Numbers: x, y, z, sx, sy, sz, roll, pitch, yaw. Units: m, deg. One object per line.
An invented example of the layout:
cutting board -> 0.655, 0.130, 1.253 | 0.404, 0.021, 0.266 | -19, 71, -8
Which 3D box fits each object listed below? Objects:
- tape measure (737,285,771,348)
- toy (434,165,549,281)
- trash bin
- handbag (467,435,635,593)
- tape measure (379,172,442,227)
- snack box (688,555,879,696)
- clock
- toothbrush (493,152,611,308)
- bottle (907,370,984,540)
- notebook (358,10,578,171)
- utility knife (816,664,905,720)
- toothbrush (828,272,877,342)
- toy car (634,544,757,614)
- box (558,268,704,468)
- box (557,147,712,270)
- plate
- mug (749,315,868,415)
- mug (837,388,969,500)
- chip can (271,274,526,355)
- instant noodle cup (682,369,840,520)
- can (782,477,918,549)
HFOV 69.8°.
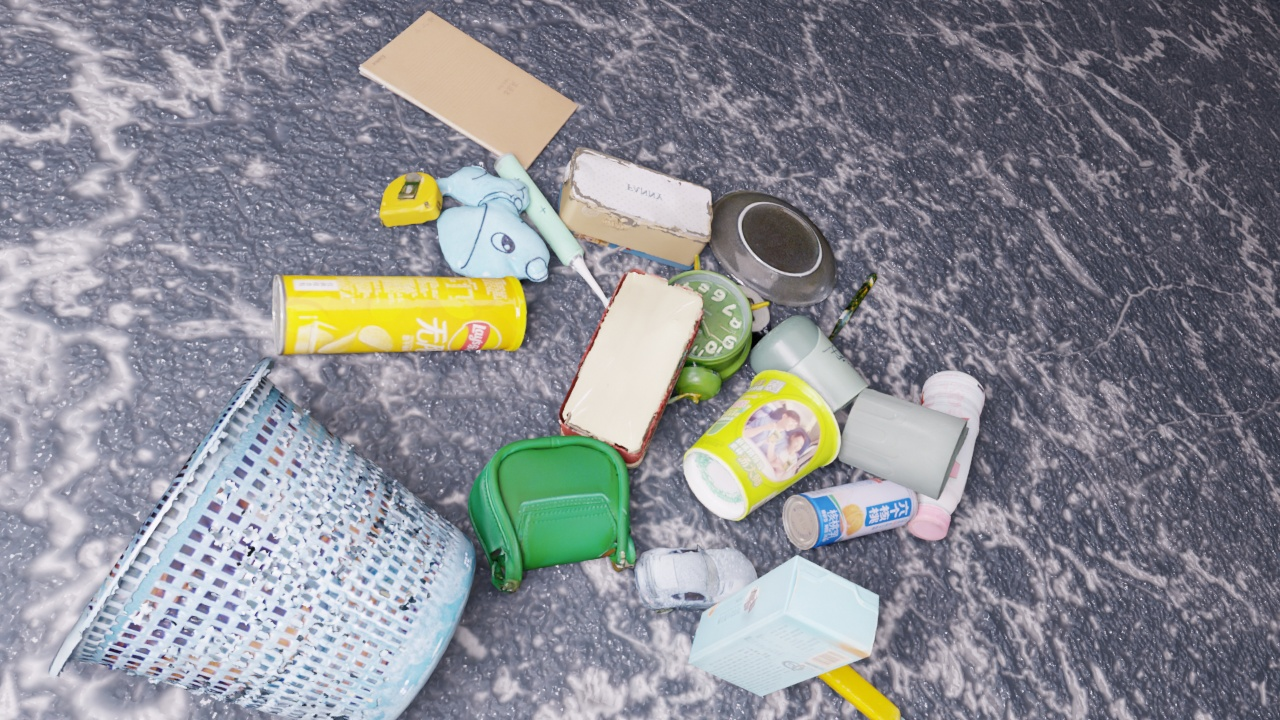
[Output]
tape measure -> 0.107, -0.049, 1.007 | 0.065, 0.034, 0.066 | 9, 55, -22
toy -> -0.155, -0.134, 0.925 | 0.161, 0.050, 0.155 | 23, 54, 6
trash bin -> -0.229, 0.143, 0.612 | 0.195, 0.227, 0.225 | 35, 49, -18
handbag -> -0.072, 0.129, 0.775 | 0.131, 0.068, 0.120 | -4, 61, -28
tape measure -> -0.227, -0.162, 0.908 | 0.060, 0.029, 0.057 | -5, 55, 7
snack box -> 0.110, 0.217, 0.735 | 0.074, 0.175, 0.051 | 28, 53, -8
clock -> 0.050, -0.023, 0.930 | 0.116, 0.056, 0.161 | 34, 69, 10
toothbrush -> -0.087, -0.132, 0.971 | 0.027, 0.026, 0.224 | -31, 75, -17
bottle -> 0.326, 0.102, 0.992 | 0.068, 0.068, 0.196 | 29, 53, -6
notebook -> -0.191, -0.313, 1.055 | 0.211, 0.012, 0.149 | 31, 49, -4
utility knife -> 0.196, 0.301, 0.822 | 0.215, 0.015, 0.033 | 40, 49, 6
toothbrush -> 0.245, -0.057, 1.091 | 0.012, 0.017, 0.185 | 13, 42, 30
toy car -> 0.051, 0.193, 0.814 | 0.120, 0.037, 0.054 | 6, 56, -26
box -> -0.005, 0.005, 0.844 | 0.091, 0.077, 0.168 | 23, 72, 5
box -> 0.001, -0.166, 1.019 | 0.184, 0.061, 0.089 | 18, 53, -17
plate -> 0.164, -0.142, 1.105 | 0.179, 0.024, 0.179 | 13, 54, -19
mug -> 0.179, 0.012, 0.978 | 0.106, 0.082, 0.111 | 50, 21, 13
mug -> 0.267, 0.076, 0.923 | 0.103, 0.084, 0.123 | 20, 22, 22
chip can -> -0.212, -0.041, 0.819 | 0.213, 0.072, 0.072 | -2, 59, -28
instant noodle cup -> 0.108, 0.086, 0.874 | 0.123, 0.112, 0.111 | -34, 77, -31
can -> 0.209, 0.149, 0.909 | 0.134, 0.053, 0.053 | -6, 61, -29
